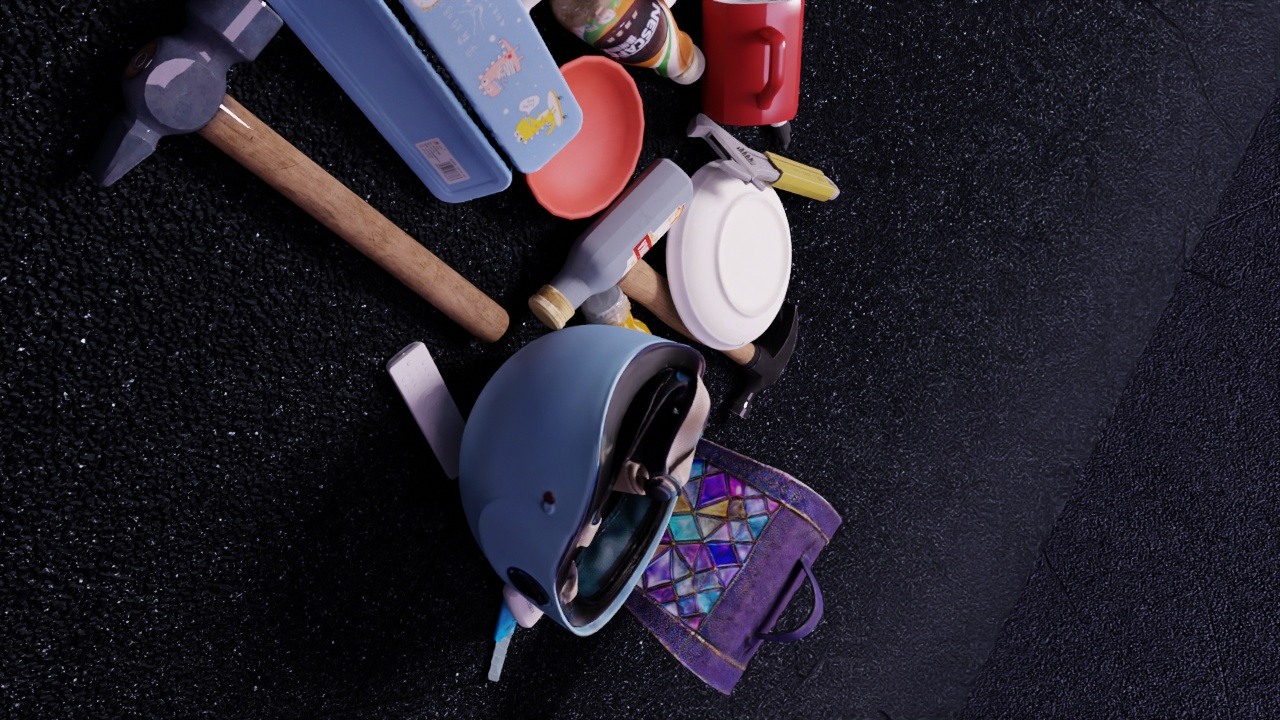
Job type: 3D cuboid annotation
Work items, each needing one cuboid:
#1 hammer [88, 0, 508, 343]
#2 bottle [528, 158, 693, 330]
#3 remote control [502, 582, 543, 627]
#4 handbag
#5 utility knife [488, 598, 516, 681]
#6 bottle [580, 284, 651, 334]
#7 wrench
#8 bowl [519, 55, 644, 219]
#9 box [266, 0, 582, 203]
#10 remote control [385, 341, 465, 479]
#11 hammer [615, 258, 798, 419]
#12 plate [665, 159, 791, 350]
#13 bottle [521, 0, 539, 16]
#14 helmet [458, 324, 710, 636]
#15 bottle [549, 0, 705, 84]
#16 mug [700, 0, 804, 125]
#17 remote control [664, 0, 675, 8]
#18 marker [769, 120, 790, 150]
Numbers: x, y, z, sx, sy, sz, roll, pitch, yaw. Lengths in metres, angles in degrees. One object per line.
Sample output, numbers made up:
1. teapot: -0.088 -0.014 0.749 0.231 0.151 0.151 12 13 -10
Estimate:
1. hammer: -0.185 -0.088 0.597 0.129 0.040 0.321 -50 143 -2
2. bottle: -0.026 -0.092 0.753 0.161 0.046 0.072 -47 178 -15
3. remote control: -0.079 0.186 0.872 0.138 0.025 0.060 -50 147 -32
4. handbag: 0.084 0.205 0.927 0.204 0.222 0.125 -54 142 -9
5. utility knife: -0.118 0.224 0.877 0.031 0.015 0.198 0 113 -48
6. bottle: -0.005 0.005 0.845 0.053 0.053 0.186 -47 139 -19
7. wrench: 0.130 -0.186 0.888 0.018 0.083 0.272 -43 159 28
8. bowl: -0.052 -0.172 0.700 0.121 0.035 0.122 -26 130 -37
9. box: -0.119 -0.180 0.558 0.126 0.039 0.209 -25 147 8
10. remote control: -0.161 0.041 0.719 0.033 0.012 0.131 -43 138 -26
11. hammer: 0.065 -0.040 0.916 0.305 0.040 0.132 29 92 -52
12. plate: 0.096 -0.100 0.872 0.182 0.034 0.182 -6 98 -47
13. bottle: -0.065 -0.276 0.562 0.044 0.044 0.136 -4 114 -48
14. helmet: -0.049 0.088 0.747 0.224 0.167 0.266 -45 144 -42
15. bottle: -0.001 -0.251 0.695 0.167 0.059 0.059 8 105 -59
16. mug: 0.095 -0.249 0.757 0.080 0.116 0.097 -6 122 -7
17. remote control: 0.025 -0.341 0.707 0.043 0.013 0.137 -4 115 -48
18. marker: 0.121 -0.254 0.863 0.019 0.019 0.146 -50 140 -16
